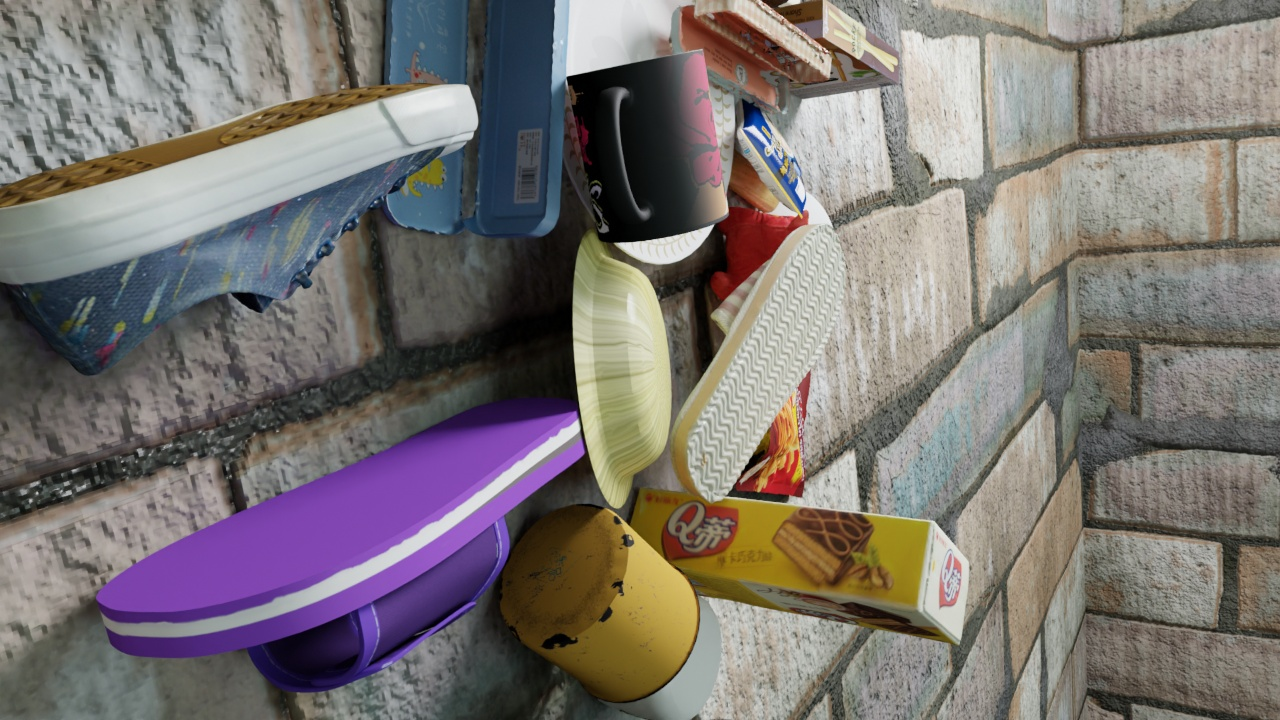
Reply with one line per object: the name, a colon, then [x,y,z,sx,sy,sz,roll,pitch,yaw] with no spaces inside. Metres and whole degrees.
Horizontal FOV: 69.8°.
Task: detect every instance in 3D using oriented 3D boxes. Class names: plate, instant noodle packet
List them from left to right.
plate: [-0.004,0.003,0.609,0.184,0.036,0.184,-5,89,-80]
plate: [0.003,-0.189,0.641,0.242,0.016,0.242,-2,92,-57]
instant noodle packet: [0.109,-0.177,0.780,0.087,0.026,0.134,50,22,-20]

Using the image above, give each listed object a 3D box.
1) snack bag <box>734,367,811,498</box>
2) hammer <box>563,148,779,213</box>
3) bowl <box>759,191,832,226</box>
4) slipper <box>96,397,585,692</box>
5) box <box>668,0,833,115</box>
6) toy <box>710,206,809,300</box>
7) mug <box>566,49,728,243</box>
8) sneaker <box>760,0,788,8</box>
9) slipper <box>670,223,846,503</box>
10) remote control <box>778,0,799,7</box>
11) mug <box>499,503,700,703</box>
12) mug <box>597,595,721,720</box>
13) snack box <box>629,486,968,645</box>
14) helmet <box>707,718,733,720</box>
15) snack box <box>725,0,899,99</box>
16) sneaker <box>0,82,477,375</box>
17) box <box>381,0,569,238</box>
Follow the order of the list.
snack bag: [0.118,0.061,0.861,0.207,0.067,0.139,16,72,-64]
hammer: [0.032,-0.178,0.728,0.330,0.033,0.132,16,76,-55]
bowl: [0.164,-0.101,0.911,0.149,0.043,0.149,-3,93,-56]
slipper: [-0.116,0.099,0.460,0.265,0.107,0.084,-29,115,-57]
box: [0.090,-0.236,0.709,0.186,0.056,0.071,1,122,-56]
toy: [0.115,-0.068,0.796,0.088,0.094,0.133,1,90,-59]
mug: [0.000,-0.122,0.536,0.117,0.082,0.098,-50,132,-63]
sneaker: [0.052,-0.369,0.672,0.238,0.101,0.142,68,29,-22]
slipper: [0.089,-0.005,0.710,0.262,0.052,0.115,-54,137,-32]
remote control: [0.114,-0.358,0.854,0.125,0.018,0.038,-9,98,-53]
mug: [-0.031,0.147,0.599,0.094,0.100,0.123,50,11,-41]
mug: [0.006,0.213,0.668,0.115,0.068,0.094,17,77,-55]
snack box: [0.111,0.149,0.676,0.110,0.231,0.061,41,58,-49]
helmet: [-0.014,0.337,0.565,0.268,0.154,0.226,60,44,-30]
snack box: [0.158,-0.281,0.845,0.185,0.101,0.031,-4,94,-56]
sneaker: [-0.157,-0.068,0.409,0.234,0.088,0.079,-37,127,-44]
box: [-0.090,-0.176,0.513,0.085,0.073,0.209,2,89,-51]
